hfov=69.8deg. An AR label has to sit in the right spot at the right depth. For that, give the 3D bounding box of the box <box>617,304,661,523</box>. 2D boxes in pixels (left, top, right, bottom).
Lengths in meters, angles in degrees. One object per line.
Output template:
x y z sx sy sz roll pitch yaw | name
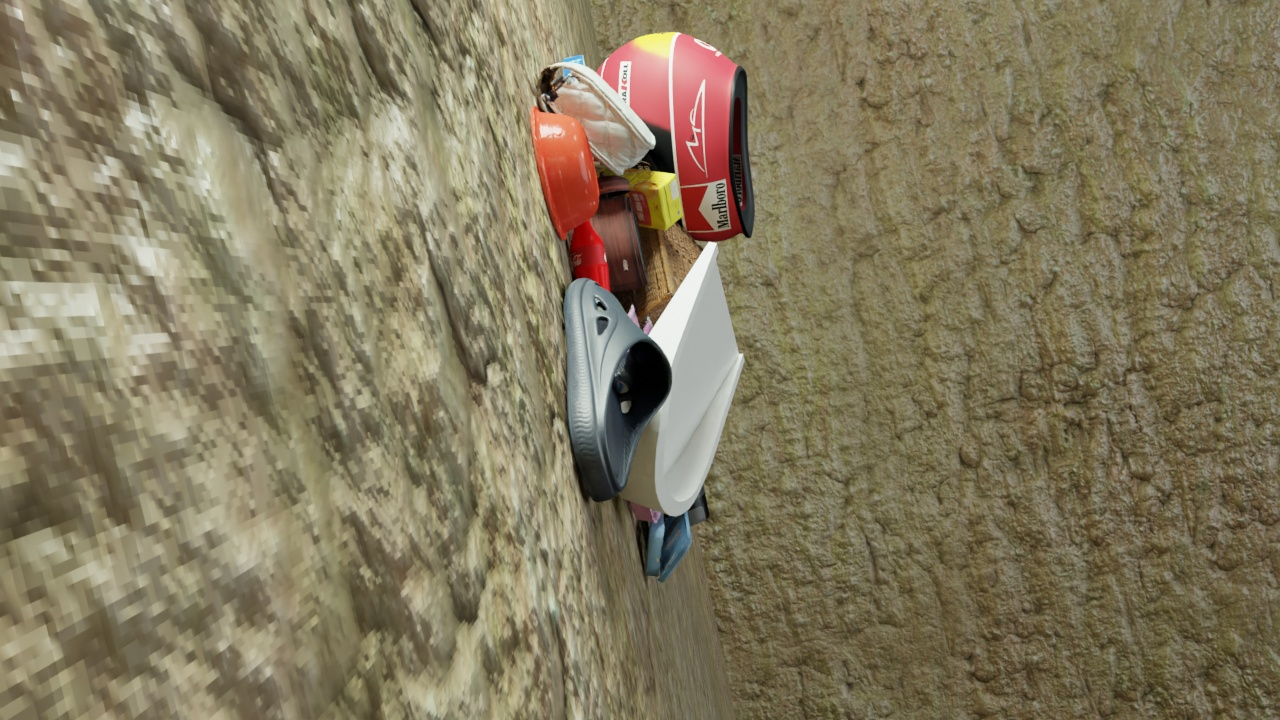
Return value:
0.010 0.052 1.014 0.231 0.035 0.158 75 28 -45 | box

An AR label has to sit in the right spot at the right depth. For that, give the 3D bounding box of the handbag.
-0.054 -0.271 1.021 0.139 0.072 0.194 45 12 -12 | handbag

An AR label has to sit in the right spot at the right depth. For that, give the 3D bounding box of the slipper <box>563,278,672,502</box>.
-0.017 0.009 0.795 0.267 0.083 0.111 -94 170 -56 | slipper

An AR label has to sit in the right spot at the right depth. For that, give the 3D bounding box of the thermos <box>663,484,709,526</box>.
0.035 0.117 1.300 0.082 0.082 0.240 -77 156 -82 | thermos

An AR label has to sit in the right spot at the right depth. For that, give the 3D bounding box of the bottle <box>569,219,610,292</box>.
-0.053 -0.101 0.943 0.036 0.036 0.119 55 23 -81 | bottle

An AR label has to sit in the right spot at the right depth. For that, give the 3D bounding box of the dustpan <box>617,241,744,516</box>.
0.057 0.037 0.960 0.257 0.053 0.192 -57 147 -29 | dustpan

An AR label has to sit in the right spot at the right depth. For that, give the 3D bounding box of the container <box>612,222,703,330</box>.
0.019 -0.082 1.133 0.113 0.113 0.198 38 30 -36 | container

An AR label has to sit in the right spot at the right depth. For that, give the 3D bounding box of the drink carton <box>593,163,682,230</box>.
-0.016 -0.198 1.102 0.042 0.135 0.059 -46 136 -36 | drink carton

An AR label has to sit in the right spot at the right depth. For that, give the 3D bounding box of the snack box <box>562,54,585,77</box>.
-0.086 -0.366 1.331 0.088 0.033 0.154 77 3 -46 | snack box

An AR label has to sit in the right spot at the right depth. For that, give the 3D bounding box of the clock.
-0.037 -0.141 1.032 0.121 0.072 0.157 72 8 -63 | clock

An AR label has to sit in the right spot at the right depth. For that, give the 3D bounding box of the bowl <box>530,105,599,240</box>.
-0.068 -0.185 0.887 0.130 0.045 0.130 -9 87 -87 | bowl

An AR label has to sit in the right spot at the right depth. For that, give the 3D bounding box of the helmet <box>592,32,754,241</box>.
0.029 -0.289 1.213 0.197 0.225 0.271 -61 148 -62 | helmet

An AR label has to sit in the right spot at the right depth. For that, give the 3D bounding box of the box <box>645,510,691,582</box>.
0.038 0.218 1.138 0.210 0.059 0.068 -56 152 -85 | box
